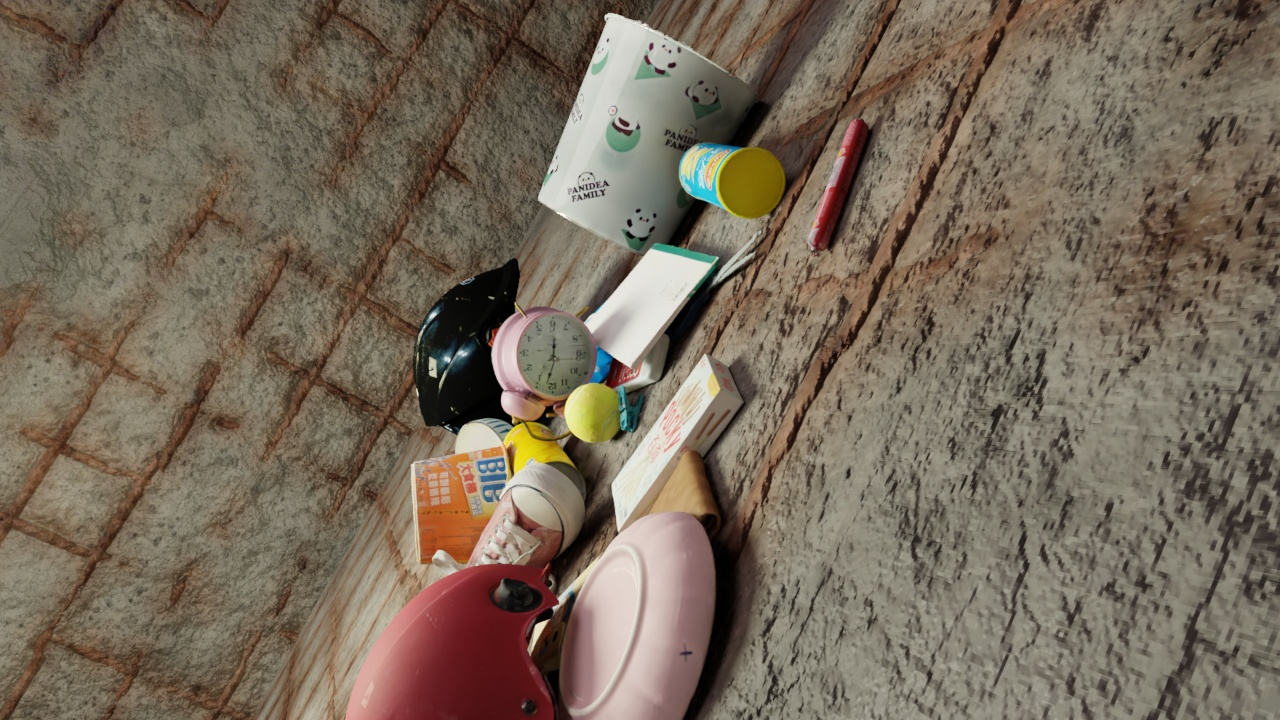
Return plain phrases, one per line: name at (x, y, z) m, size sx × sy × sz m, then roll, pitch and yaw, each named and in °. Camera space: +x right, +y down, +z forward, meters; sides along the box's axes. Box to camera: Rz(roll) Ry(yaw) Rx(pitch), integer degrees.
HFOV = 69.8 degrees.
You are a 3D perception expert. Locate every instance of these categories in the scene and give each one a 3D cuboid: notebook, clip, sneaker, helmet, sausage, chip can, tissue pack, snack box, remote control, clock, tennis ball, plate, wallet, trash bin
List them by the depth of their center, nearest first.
plate at (-0.014, 0.194, 0.648) m, size 0.193 × 0.039 × 0.192 m, roll -53°, pitch 23°, yaw 34°
helmet at (-0.148, 0.257, 0.715) m, size 0.239 × 0.144 × 0.207 m, roll -90°, pitch 17°, yaw -58°
wallet at (0.021, 0.138, 0.722) m, size 0.115 × 0.020 × 0.101 m, roll -58°, pitch 15°, yaw 16°
sausage at (0.170, -0.151, 0.787) m, size 0.020 × 0.020 × 0.155 m, roll -30°, pitch 33°, yaw 61°
snack box at (0.029, 0.075, 0.799) m, size 0.157 × 0.027 × 0.084 m, roll -56°, pitch 16°, yaw 15°
wallet at (-0.063, 0.232, 0.808) m, size 0.115 × 0.024 × 0.087 m, roll -49°, pitch 14°, yaw 33°
sneaker at (-0.136, 0.198, 0.942) m, size 0.242 × 0.118 × 0.087 m, roll -53°, pitch -2°, yaw 42°
clip at (-0.012, 0.052, 0.974) m, size 0.013 × 0.037 × 0.055 m, roll -48°, pitch 27°, yaw 42°
tennis ball at (-0.050, 0.057, 1.004) m, size 0.066 × 0.065 × 0.065 m, roll -53°, pitch 17°, yaw 23°
chip can at (0.096, -0.204, 1.017) m, size 0.071 × 0.071 × 0.210 m, roll -57°, pitch 15°, yaw 8°
remote control at (-0.006, 0.006, 1.029) m, size 0.136 × 0.020 × 0.055 m, roll -24°, pitch 49°, yaw 65°
notebook at (0.005, -0.069, 1.048) m, size 0.150 × 0.012 × 0.209 m, roll -51°, pitch 21°, yaw -2°
clock at (-0.106, 0.014, 1.057) m, size 0.060 × 0.117 × 0.158 m, roll 0°, pitch 90°, yaw 61°
chip can at (-0.116, 0.127, 1.072) m, size 0.072 × 0.072 × 0.213 m, roll -59°, pitch 16°, yaw 0°
tissue pack at (-0.064, -0.011, 1.196) m, size 0.158 × 0.052 × 0.094 m, roll -46°, pitch 20°, yaw 41°
trash bin at (-0.002, -0.286, 1.215) m, size 0.252 × 0.229 × 0.229 m, roll -62°, pitch 15°, yaw 10°
helmet at (-0.224, -0.008, 1.367) m, size 0.233 × 0.230 × 0.275 m, roll -157°, pitch 59°, yaw -74°

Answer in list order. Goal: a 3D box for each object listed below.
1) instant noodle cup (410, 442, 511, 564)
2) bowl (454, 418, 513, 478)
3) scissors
instant noodle cup at (-0.213, 0.176, 1.093) m, size 0.151 × 0.111 × 0.151 m, roll 175°, pitch 91°, yaw -76°
bowl at (-0.197, 0.134, 1.275) m, size 0.066 × 0.116 × 0.117 m, roll -16°, pitch -25°, yaw -49°
scissors at (0.071, -0.073, 0.961) m, size 0.144 × 0.012 × 0.170 m, roll -61°, pitch 14°, yaw -4°
